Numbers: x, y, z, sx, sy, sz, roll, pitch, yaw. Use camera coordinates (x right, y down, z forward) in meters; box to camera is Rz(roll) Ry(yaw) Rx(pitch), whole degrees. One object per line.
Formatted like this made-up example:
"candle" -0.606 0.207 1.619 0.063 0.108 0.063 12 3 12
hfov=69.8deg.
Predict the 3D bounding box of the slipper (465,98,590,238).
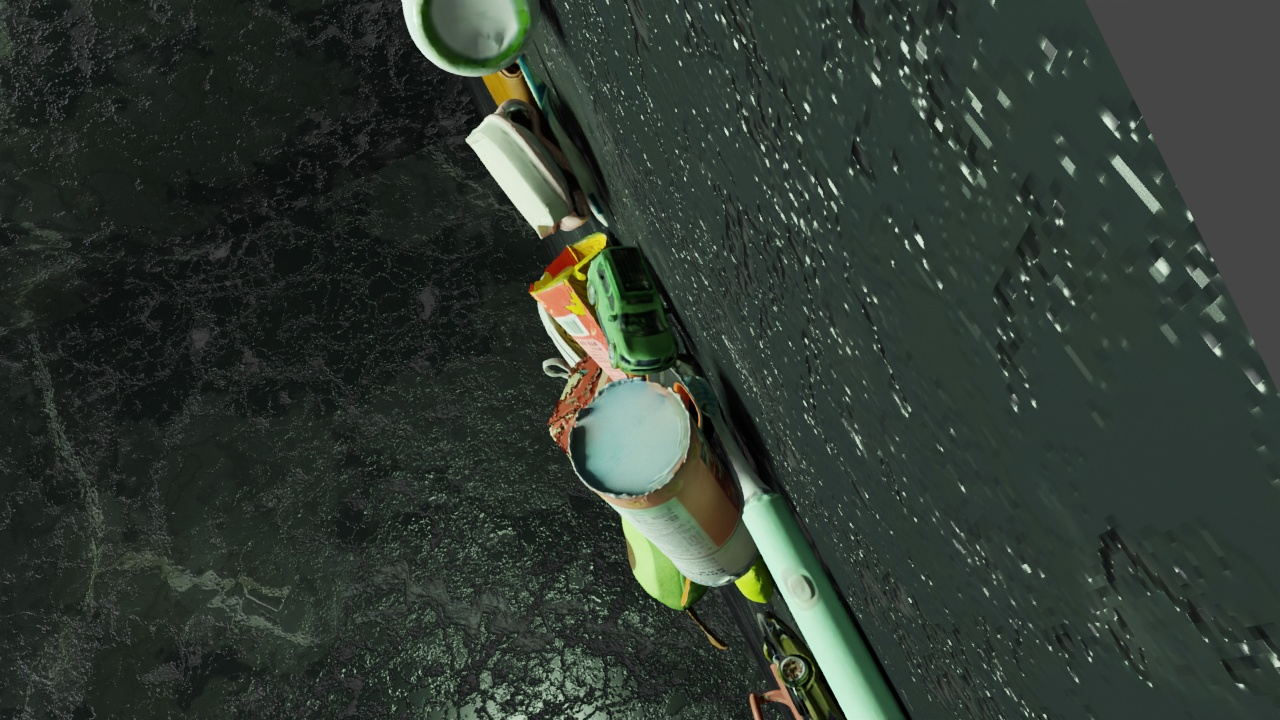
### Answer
"slipper" -0.083 -0.148 0.710 0.114 0.054 0.274 52 177 -10

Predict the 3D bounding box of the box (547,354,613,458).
"box" -0.031 0.048 0.832 0.091 0.079 0.168 53 -164 -14

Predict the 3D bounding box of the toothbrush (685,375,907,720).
"toothbrush" 0.079 0.103 0.480 0.224 0.026 0.027 63 -165 20

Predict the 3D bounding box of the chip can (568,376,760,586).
"chip can" 0.024 0.084 0.572 0.071 0.071 0.215 62 -177 30

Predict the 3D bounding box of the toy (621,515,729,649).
"toy" 0.027 0.172 0.927 0.227 0.090 0.247 -120 15 -60

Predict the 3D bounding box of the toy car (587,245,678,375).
"toy car" -0.005 -0.032 0.577 0.036 0.043 0.091 110 146 -54

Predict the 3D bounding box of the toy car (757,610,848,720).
"toy car" 0.131 0.255 0.680 0.158 0.042 0.070 63 177 0

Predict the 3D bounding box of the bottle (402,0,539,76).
"bottle" -0.108 -0.230 0.521 0.196 0.068 0.068 -114 0 -47

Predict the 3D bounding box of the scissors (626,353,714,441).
"scissors" 0.015 0.055 0.681 0.136 0.021 0.235 53 158 13

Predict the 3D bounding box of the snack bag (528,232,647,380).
"snack bag" -0.004 0.004 0.740 0.208 0.073 0.128 56 -174 -19

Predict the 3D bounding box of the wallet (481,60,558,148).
"wallet" -0.114 -0.234 0.785 0.119 0.035 0.131 60 176 25

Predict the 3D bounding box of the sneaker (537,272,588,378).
"sneaker" -0.057 -0.004 1.126 0.241 0.118 0.088 57 155 19

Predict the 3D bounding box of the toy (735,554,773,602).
"toy" 0.089 0.171 0.792 0.100 0.031 0.097 65 175 -9

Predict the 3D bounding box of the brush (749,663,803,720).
"brush" 0.145 0.326 0.765 0.063 0.069 0.145 65 177 -38

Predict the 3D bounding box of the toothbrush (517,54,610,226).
"toothbrush" -0.062 -0.178 0.623 0.192 0.018 0.016 62 177 -18
